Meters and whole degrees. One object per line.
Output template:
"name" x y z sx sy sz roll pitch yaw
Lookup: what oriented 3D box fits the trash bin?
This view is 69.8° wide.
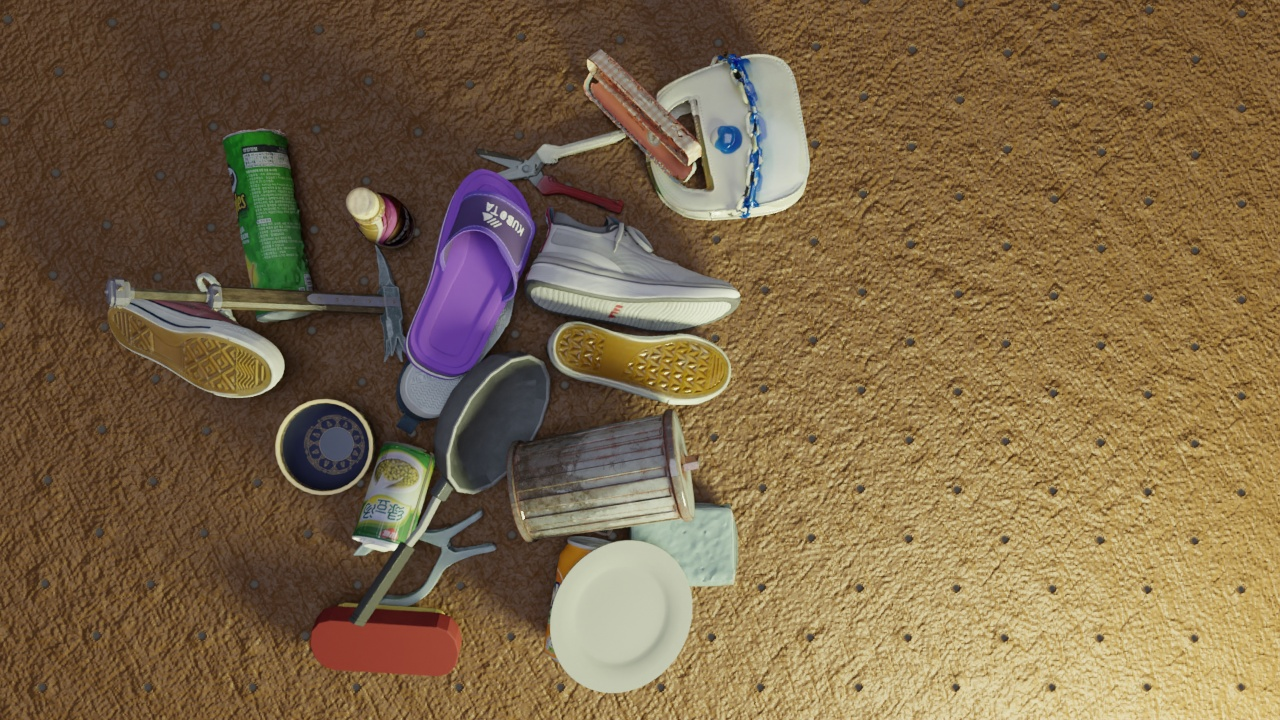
"trash bin" -0.035 0.135 1.068 0.211 0.130 0.131 -11 89 8

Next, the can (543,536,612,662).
"can" -0.067 0.289 1.103 0.079 0.079 0.142 10 88 -3

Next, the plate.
"plate" -0.022 0.297 1.071 0.178 0.012 0.178 -1 93 -23

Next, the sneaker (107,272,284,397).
"sneaker" -0.509 -0.029 1.084 0.241 0.087 0.118 19 121 17

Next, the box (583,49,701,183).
"box" 0.000 -0.295 1.108 0.043 0.083 0.187 -40 76 -13

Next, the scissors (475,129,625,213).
"scissors" -0.099 -0.239 1.145 0.193 0.015 0.179 44 89 -1

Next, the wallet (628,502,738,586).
"wallet" 0.052 0.225 1.125 0.131 0.054 0.100 0 81 0

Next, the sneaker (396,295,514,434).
"sneaker" -0.226 -0.023 1.100 0.089 0.088 0.235 31 62 -16

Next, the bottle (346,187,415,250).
"bottle" -0.302 -0.167 1.057 0.059 0.166 0.059 0 88 -3

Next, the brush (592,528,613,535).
"brush" -0.037 0.149 1.139 0.050 0.015 0.135 21 88 -1

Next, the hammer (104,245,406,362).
"hammer" -0.421 -0.072 1.031 0.316 0.028 0.147 1 71 -38

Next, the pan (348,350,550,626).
"pan" -0.223 0.140 1.046 0.041 0.179 0.356 27 76 24

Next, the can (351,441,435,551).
"can" -0.291 0.163 1.085 0.067 0.067 0.120 14 70 -3

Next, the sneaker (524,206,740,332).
"sneaker" -0.006 -0.112 1.116 0.263 0.097 0.128 9 67 -11

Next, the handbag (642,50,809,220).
"handbag" 0.102 -0.269 1.122 0.200 0.093 0.200 -13 89 6

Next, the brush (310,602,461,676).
"brush" -0.302 0.330 1.098 0.173 0.041 0.082 4 120 -3

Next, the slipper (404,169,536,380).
"slipper" -0.183 -0.111 1.048 0.107 0.084 0.265 25 64 -19

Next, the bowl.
"bowl" -0.371 0.102 1.101 0.112 0.061 0.112 0 89 -3

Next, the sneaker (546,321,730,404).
"sneaker" -0.007 0.006 1.117 0.235 0.079 0.087 10 80 -20

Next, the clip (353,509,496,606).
"clip" -0.274 0.213 1.121 0.171 0.029 0.141 -30 92 -3

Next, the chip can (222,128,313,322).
"chip can" -0.441 -0.158 1.098 0.075 0.075 0.223 -10 90 -3
